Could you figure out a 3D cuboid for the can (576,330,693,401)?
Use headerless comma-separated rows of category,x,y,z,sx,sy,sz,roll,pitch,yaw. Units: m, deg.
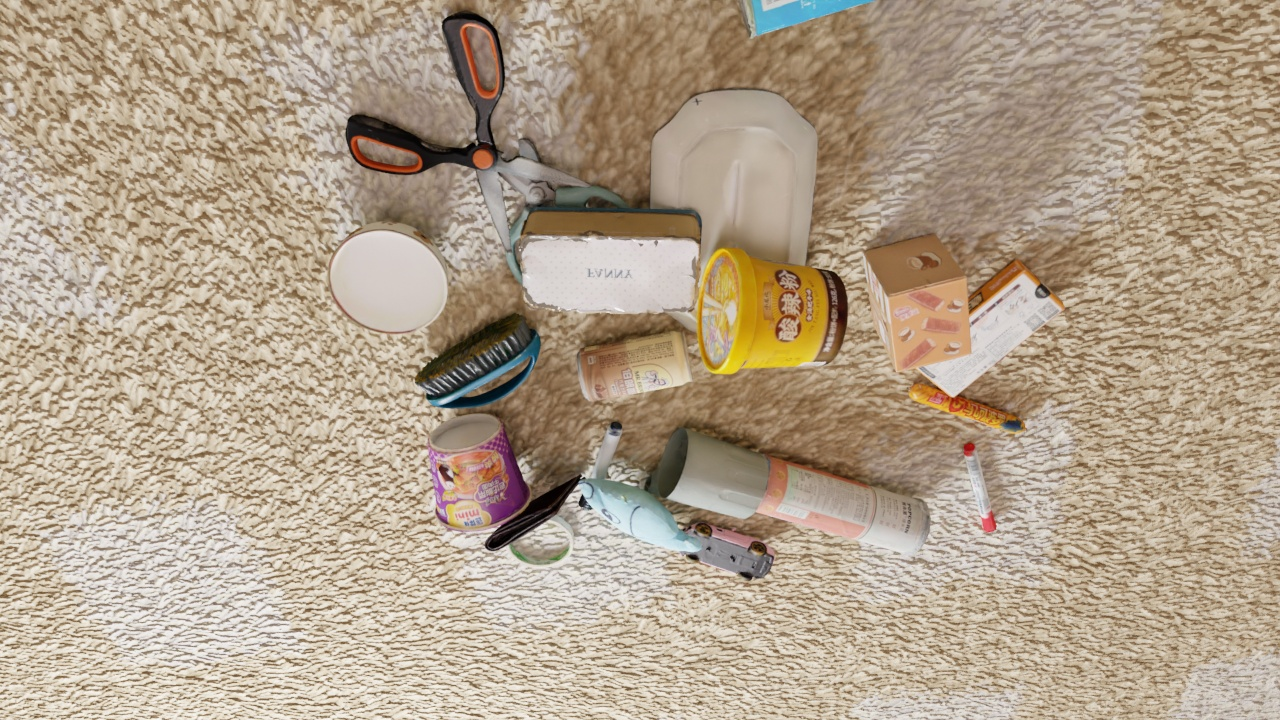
can,-0.006,0.006,0.971,0.116,0.058,0.058,-11,124,5

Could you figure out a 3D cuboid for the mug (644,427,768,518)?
mug,0.075,0.138,1.062,0.103,0.083,0.124,17,148,-15

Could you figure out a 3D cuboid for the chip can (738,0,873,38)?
chip can,0.183,-0.327,0.747,0.210,0.071,0.071,-14,124,8

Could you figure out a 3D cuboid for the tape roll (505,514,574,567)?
tape roll,-0.125,0.223,1.142,0.086,0.013,0.086,-1,124,-1

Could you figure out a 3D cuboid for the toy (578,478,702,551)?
toy,0.001,0.182,1.069,0.161,0.049,0.156,24,159,5

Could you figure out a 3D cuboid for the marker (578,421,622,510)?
marker,-0.047,0.125,1.075,0.022,0.018,0.131,-12,134,-39

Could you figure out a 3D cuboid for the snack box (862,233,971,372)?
snack box,0.277,-0.058,0.920,0.077,0.092,0.094,-14,124,7

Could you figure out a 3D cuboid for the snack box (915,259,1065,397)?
snack box,0.367,-0.031,0.982,0.075,0.026,0.154,34,117,-23

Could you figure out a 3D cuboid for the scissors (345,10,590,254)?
scissors,-0.156,-0.204,0.840,0.233,0.021,0.221,8,122,-4

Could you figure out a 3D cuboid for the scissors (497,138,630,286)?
scissors,-0.068,-0.142,0.893,0.172,0.019,0.177,-8,121,5

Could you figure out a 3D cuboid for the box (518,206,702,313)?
box,-0.021,-0.094,0.865,0.184,0.062,0.090,2,125,-2

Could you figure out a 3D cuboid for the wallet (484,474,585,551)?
wallet,-0.118,0.171,1.047,0.096,0.122,0.020,-30,93,17

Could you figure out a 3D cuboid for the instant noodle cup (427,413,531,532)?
instant noodle cup,-0.185,0.120,1.018,0.111,0.111,0.099,-8,117,3

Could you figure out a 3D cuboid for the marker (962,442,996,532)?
marker,0.414,0.156,1.118,0.017,0.017,0.145,-20,123,10

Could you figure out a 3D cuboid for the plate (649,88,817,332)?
plate,0.090,-0.130,0.898,0.162,0.034,0.266,-1,124,-2

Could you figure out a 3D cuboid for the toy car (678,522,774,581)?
toy car,0.108,0.236,1.149,0.122,0.037,0.056,18,119,0

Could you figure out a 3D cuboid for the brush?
brush,-0.165,0.010,0.969,0.144,0.055,0.073,-27,120,15

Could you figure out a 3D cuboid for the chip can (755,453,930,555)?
chip can,0.232,0.171,1.087,0.214,0.071,0.071,17,122,-14

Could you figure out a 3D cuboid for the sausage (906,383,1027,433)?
sausage,0.373,0.056,1.044,0.165,0.021,0.021,17,122,-14

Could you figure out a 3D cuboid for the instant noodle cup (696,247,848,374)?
instant noodle cup,0.125,-0.043,0.872,0.114,0.118,0.119,4,124,-15

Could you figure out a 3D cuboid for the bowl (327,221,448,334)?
bowl,-0.242,-0.089,0.895,0.113,0.062,0.114,-2,125,-3
